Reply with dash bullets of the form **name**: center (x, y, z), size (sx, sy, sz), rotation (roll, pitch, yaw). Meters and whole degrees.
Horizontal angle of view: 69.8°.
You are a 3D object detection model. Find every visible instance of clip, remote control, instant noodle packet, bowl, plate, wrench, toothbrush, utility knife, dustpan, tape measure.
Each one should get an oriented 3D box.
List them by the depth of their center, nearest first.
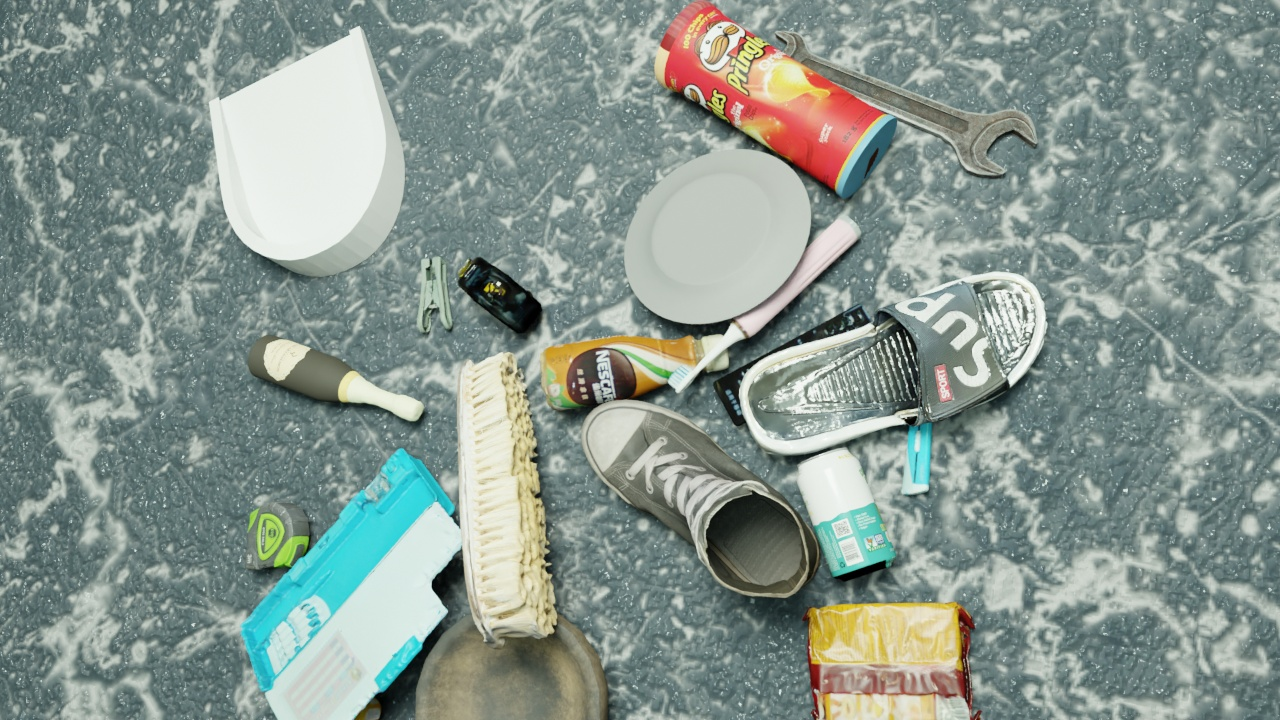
- **instant noodle packet**: center (0.201, 0.245, 0.734), size (0.135, 0.039, 0.098), rotation (-5, 77, 13)
- **bowl**: center (-0.102, 0.287, 0.777), size (0.162, 0.070, 0.162), rotation (-3, 77, 12)
- **utility knife**: center (0.238, 0.045, 0.784), size (0.022, 0.015, 0.140), rotation (-2, 74, 33)
- **toothbrush**: center (0.109, -0.049, 0.806), size (0.222, 0.027, 0.026), rotation (-42, 68, -11)
- **remote control**: center (0.140, 0.005, 0.812), size (0.150, 0.022, 0.047), rotation (-28, 73, 4)
- **plate**: center (0.064, -0.116, 0.822), size (0.179, 0.012, 0.178), rotation (-11, 63, 23)
- **wrench**: center (0.230, -0.243, 0.852), size (0.273, 0.010, 0.070), rotation (28, 85, 17)
- **tape measure**: center (-0.129, -0.059, 0.862), size (0.071, 0.072, 0.042), rotation (30, 79, 46)
- **tape measure**: center (-0.345, 0.168, 0.879), size (0.059, 0.036, 0.065), rotation (-4, 79, 21)
- **clip**: center (-0.204, -0.064, 0.905), size (0.037, 0.023, 0.075), rotation (-9, 74, 12)
- **dustpan**: center (-0.351, -0.215, 0.956), size (0.191, 0.053, 0.257), rotation (-24, 73, 7)

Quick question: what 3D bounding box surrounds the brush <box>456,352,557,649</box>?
- **brush**: center (-0.118, 0.109, 0.778), size (0.057, 0.083, 0.270), rotation (-17, 52, 7)

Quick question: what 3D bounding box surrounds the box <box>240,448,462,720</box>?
- **box**: center (-0.246, 0.209, 0.805), size (0.226, 0.039, 0.181), rotation (-48, 45, -3)

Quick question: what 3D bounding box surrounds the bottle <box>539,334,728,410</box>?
- **bottle**: center (-0.005, 0.005, 0.826), size (0.167, 0.059, 0.059), rotation (-9, 75, 2)

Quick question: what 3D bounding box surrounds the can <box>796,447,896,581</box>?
- **can**: center (0.169, 0.127, 0.759), size (0.055, 0.055, 0.101), rotation (-21, 74, 7)

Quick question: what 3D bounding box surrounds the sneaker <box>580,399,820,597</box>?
- **sneaker**: center (0.042, 0.109, 0.752), size (0.235, 0.120, 0.095), rotation (41, 89, 14)

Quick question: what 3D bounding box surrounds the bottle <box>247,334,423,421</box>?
- **bottle**: center (-0.294, 0.022, 0.893), size (0.185, 0.045, 0.045), rotation (18, 82, 16)

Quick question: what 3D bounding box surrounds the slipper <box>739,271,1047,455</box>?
- **slipper**: center (0.210, 0.004, 0.756), size (0.264, 0.063, 0.111), rotation (-19, 77, 8)

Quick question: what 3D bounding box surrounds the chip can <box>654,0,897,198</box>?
- **chip can**: center (0.120, -0.239, 0.837), size (0.213, 0.087, 0.087), rotation (37, 88, 17)

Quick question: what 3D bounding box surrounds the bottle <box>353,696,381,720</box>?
- **bottle**: center (-0.268, 0.344, 0.806), size (0.063, 0.063, 0.109), rotation (8, 80, 14)
